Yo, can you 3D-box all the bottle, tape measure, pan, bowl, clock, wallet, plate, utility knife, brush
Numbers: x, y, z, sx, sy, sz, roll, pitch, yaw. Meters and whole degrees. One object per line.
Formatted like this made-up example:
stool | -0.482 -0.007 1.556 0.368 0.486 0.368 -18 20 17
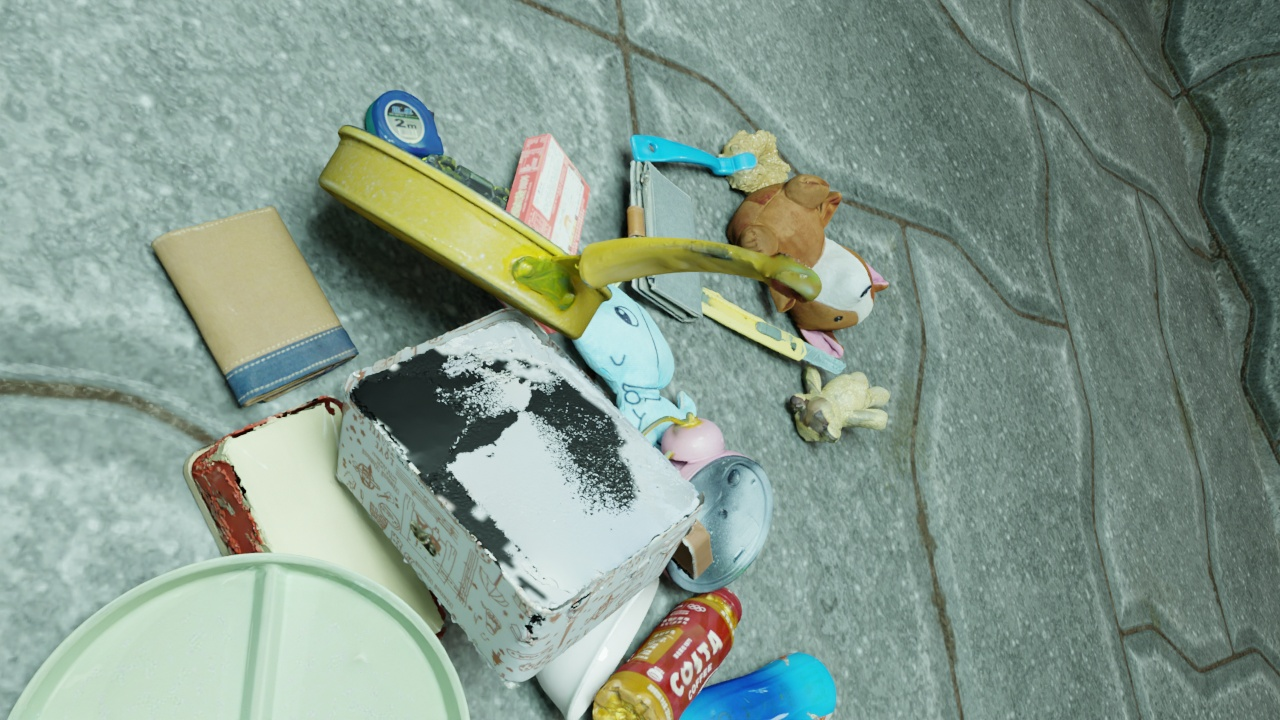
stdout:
bottle | 0.073 0.291 0.741 0.218 0.065 0.065 0 75 -44
tape measure | -0.182 -0.177 0.700 0.058 0.025 0.054 -8 78 -49
bottle | 0.029 0.232 0.714 0.174 0.058 0.057 -28 95 -58
pan | -0.051 -0.066 0.533 0.197 0.358 0.078 33 87 -46
bowl | -0.044 0.190 0.656 0.065 0.119 0.118 30 45 15
clock | 0.039 0.112 0.746 0.117 0.060 0.158 -46 126 -17
wallet | 0.019 -0.110 0.855 0.106 0.037 0.129 27 55 -54
plate | -0.203 0.216 0.474 0.230 0.027 0.230 2 83 -21
wallet | -0.243 -0.036 0.584 0.090 0.033 0.115 -33 98 -48
utility knife | 0.130 -0.027 0.934 0.204 0.021 0.030 27 64 -27
brush | 0.076 -0.206 0.939 0.254 0.046 0.083 -7 83 -51

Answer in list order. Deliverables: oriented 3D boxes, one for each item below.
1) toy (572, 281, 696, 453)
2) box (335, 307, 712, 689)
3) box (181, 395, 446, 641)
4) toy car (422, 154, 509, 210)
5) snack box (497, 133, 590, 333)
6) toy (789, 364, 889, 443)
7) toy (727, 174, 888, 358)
toy | -0.005 0.005 0.782 0.161 0.050 0.156 27 47 -43
box | -0.047 0.069 0.567 0.179 0.134 0.270 44 17 20
box | -0.190 0.112 0.547 0.091 0.076 0.168 -28 94 -46
toy car | -0.138 -0.121 0.717 0.105 0.032 0.048 22 65 -49
snack box | -0.081 -0.104 0.752 0.075 0.025 0.152 49 43 -51
toy | 0.215 0.046 0.982 0.105 0.066 0.156 44 34 22
toy | 0.185 -0.100 0.963 0.140 0.130 0.199 -47 123 -9
